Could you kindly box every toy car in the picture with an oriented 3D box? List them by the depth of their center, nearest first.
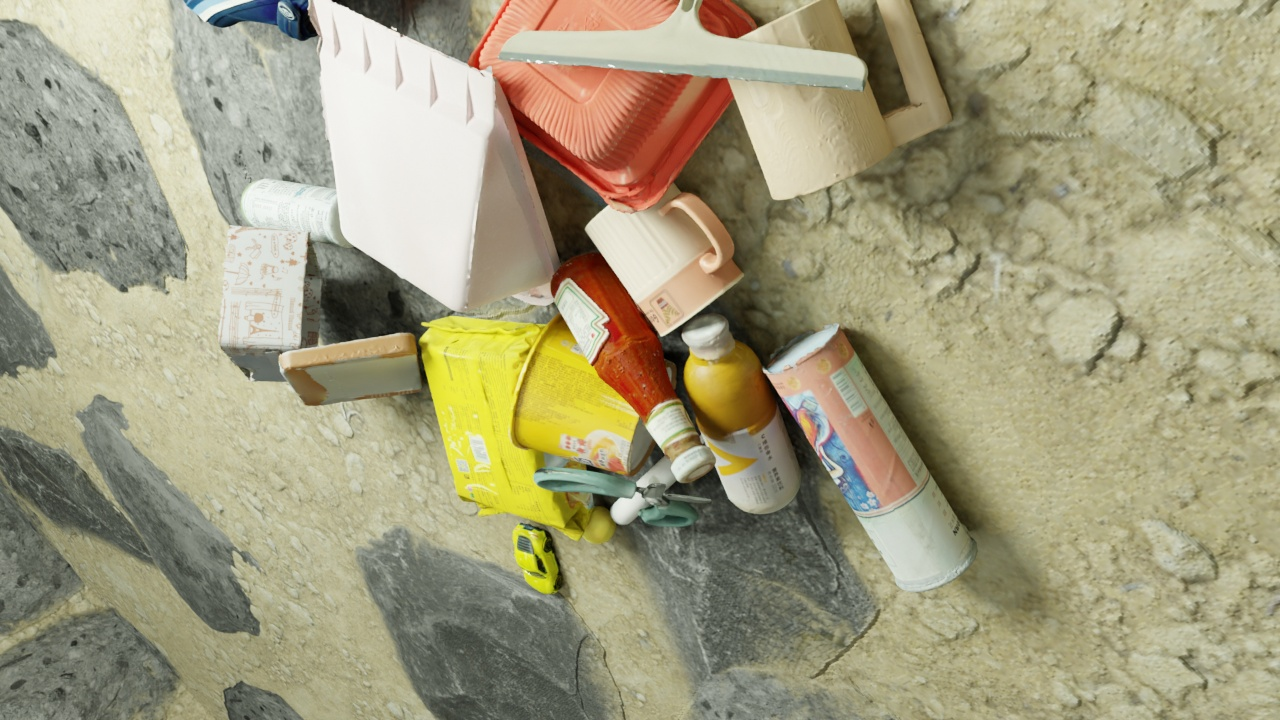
[{"bbox_3d":[-0.126,0.242,1.098,0.048,0.032,0.105,9,126,32],"label":"toy car"}]

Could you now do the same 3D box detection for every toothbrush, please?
[{"bbox_3d":[0.030,0.104,0.887,0.027,0.026,0.222,36,136,-5],"label":"toothbrush"}]

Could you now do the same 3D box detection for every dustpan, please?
[{"bbox_3d":[-0.155,-0.160,0.775,0.222,0.138,0.274,34,131,27],"label":"dustpan"}]

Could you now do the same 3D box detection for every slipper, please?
[{"bbox_3d":[-0.292,-0.331,0.785,0.253,0.105,0.095,8,151,40],"label":"slipper"}]

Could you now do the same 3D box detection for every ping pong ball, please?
[{"bbox_3d":[-0.047,0.177,0.986,0.040,0.040,0.040,20,130,25],"label":"ping pong ball"}]

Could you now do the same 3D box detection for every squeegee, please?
[{"bbox_3d":[0.043,-0.289,0.547,0.247,0.039,0.246,14,97,27],"label":"squeegee"}]

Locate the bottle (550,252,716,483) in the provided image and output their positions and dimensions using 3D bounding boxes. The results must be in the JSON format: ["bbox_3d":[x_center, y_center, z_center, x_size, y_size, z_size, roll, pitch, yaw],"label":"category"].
[{"bbox_3d":[-0.004,0.004,0.736,0.206,0.059,0.060,59,140,23],"label":"bottle"}]

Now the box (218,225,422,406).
[{"bbox_3d":[-0.327,-0.041,0.974,0.183,0.193,0.156,137,132,-71],"label":"box"}]

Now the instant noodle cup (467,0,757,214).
[{"bbox_3d":[-0.029,-0.212,0.639,0.189,0.079,0.165,39,108,8],"label":"instant noodle cup"}]

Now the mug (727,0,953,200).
[{"bbox_3d":[0.123,-0.175,0.584,0.125,0.084,0.103,-23,106,9],"label":"mug"}]

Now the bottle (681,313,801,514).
[{"bbox_3d":[0.081,0.045,0.757,0.068,0.067,0.190,4,133,35],"label":"bottle"}]

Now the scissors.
[{"bbox_3d":[-0.006,0.131,0.859,0.170,0.019,0.178,3,158,21],"label":"scissors"}]

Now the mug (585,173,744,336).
[{"bbox_3d":[0.024,-0.089,0.711,0.106,0.081,0.115,53,152,-3],"label":"mug"}]

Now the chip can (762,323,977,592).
[{"bbox_3d":[0.181,0.076,0.723,0.071,0.071,0.215,-24,103,44],"label":"chip can"}]

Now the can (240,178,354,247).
[{"bbox_3d":[-0.355,-0.157,0.973,0.147,0.058,0.058,13,126,30],"label":"can"}]

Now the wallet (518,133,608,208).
[{"bbox_3d":[-0.051,-0.187,0.753,0.121,0.019,0.097,37,137,9],"label":"wallet"}]

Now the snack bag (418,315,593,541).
[{"bbox_3d":[-0.143,0.068,0.951,0.158,0.068,0.247,7,118,34],"label":"snack bag"}]

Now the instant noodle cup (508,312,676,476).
[{"bbox_3d":[-0.037,0.035,0.822,0.110,0.137,0.138,20,130,14],"label":"instant noodle cup"}]
